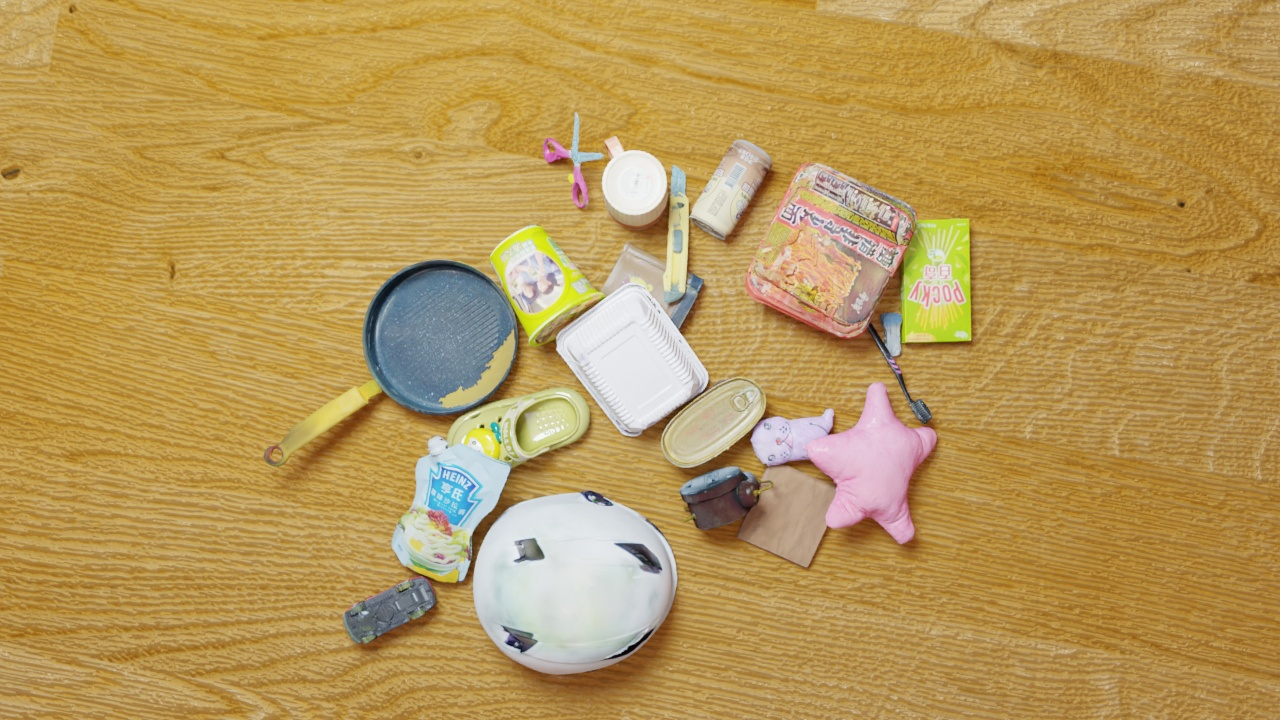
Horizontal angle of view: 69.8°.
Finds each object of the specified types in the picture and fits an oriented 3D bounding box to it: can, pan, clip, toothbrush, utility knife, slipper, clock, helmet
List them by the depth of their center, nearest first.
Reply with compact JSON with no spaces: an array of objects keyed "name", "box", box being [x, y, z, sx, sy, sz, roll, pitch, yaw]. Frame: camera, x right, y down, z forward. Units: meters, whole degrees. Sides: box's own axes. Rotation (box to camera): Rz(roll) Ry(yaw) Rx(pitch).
[{"name":"helmet","box":[-0.083,0.280,1.123,0.258,0.146,0.229,6,91,1]},{"name":"clock","box":[0.107,0.169,1.150,0.122,0.082,0.055,-19,94,8]},{"name":"slipper","box":[-0.157,0.088,1.158,0.190,0.081,0.091,-20,87,-1]},{"name":"can","box":[0.114,-0.216,1.160,0.058,0.058,0.116,31,91,1]},{"name":"pan","box":[-0.318,0.018,1.160,0.357,0.078,0.197,-37,89,1]},{"name":"toothbrush","box":[0.318,-0.004,1.166,0.014,0.018,0.189,-20,78,-42]},{"name":"can","box":[0.092,0.077,1.167,0.148,0.049,0.074,-38,90,1]},{"name":"utility knife","box":[0.046,-0.161,1.168,0.031,0.020,0.187,6,70,-11]},{"name":"clip","box":[0.322,-0.032,1.177,0.027,0.045,0.058,-4,100,-4]}]

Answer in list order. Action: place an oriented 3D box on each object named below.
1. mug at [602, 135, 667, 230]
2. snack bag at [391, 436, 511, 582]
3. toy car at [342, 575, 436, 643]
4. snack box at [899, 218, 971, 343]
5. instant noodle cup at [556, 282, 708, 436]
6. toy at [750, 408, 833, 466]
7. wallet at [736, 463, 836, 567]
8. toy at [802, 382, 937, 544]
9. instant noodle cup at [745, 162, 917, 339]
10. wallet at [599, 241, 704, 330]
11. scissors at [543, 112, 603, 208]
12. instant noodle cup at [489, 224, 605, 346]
[{"name":"mug","box":[-0.013,-0.225,1.138,0.081,0.106,0.114,-25,90,1]},{"name":"snack bag","box":[-0.241,0.186,1.149,0.110,0.038,0.191,28,112,9]},{"name":"toy car","box":[-0.320,0.319,1.178,0.120,0.045,0.053,-25,88,-4]},{"name":"snack box","box":[0.376,-0.101,1.172,0.086,0.026,0.156,-1,91,2]},{"name":"instant noodle cup","box":[-0.007,0.007,1.138,0.138,0.060,0.173,-35,108,5]},{"name":"toy","box":[0.193,0.104,1.167,0.108,0.039,0.084,-1,86,-7]},{"name":"wallet","box":[0.192,0.197,1.182,0.101,0.020,0.115,23,93,3]},{"name":"toy","box":[0.285,0.122,1.145,0.178,0.075,0.194,18,81,-15]},{"name":"instant noodle cup","box":[0.234,-0.132,1.145,0.164,0.079,0.189,27,89,4]},{"name":"wallet","box":[0.013,-0.089,1.177,0.115,0.033,0.090,28,92,4]},{"name":"scissors","box":[-0.086,-0.255,1.147,0.017,0.134,0.131,-29,56,-28]},{"name":"instant noodle cup","box":[-0.124,-0.099,1.147,0.111,0.111,0.123,-34,82,1]}]
